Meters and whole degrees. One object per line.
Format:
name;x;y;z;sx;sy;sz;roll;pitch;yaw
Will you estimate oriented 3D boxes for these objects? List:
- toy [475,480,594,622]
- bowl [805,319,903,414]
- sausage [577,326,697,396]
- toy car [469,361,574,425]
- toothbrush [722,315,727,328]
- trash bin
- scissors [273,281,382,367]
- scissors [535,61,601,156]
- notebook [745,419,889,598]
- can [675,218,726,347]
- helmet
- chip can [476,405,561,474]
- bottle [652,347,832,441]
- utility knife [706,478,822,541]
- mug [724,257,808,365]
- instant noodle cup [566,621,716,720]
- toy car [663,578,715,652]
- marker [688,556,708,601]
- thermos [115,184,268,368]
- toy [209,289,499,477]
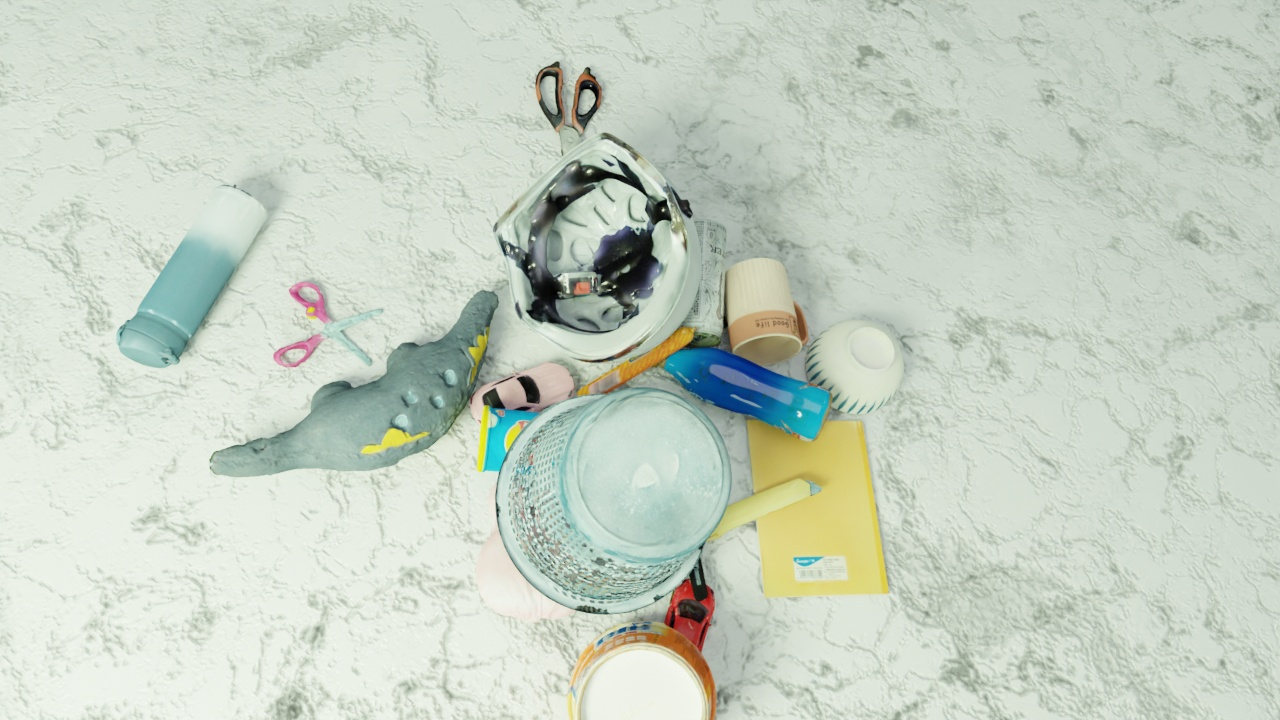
toy;-0.111;0.195;0.959;0.121;0.054;0.159;0;55;-10
bowl;0.263;0.000;1.099;0.116;0.066;0.116;4;66;-8
sausage;-0.006;0.006;1.046;0.165;0.021;0.021;-31;72;6
toy car;-0.132;0.038;1.036;0.122;0.037;0.056;-22;73;-19
toothbrush;0.052;-0.127;1.145;0.027;0.026;0.212;-25;72;-11
trash bin;-0.014;0.117;0.856;0.226;0.195;0.226;4;73;-13
scissors;-0.360;-0.033;1.044;0.133;0.017;0.135;41;64;6
scissors;-0.080;-0.303;1.209;0.206;0.015;0.193;43;66;10
notebook;0.199;0.165;1.046;0.146;0.010;0.206;0;66;-9
can;0.071;-0.092;1.091;0.058;0.058;0.146;5;75;-7
helmet;-0.028;-0.111;1.045;0.229;0.145;0.258;-41;67;16
chip can;-0.068;0.094;0.992;0.210;0.071;0.071;6;65;-11
bottle;0.110;0.027;1.059;0.219;0.065;0.065;22;64;7
utility knife;0.125;0.166;1.020;0.162;0.018;0.031;-22;68;-3
mug;0.156;-0.055;1.106;0.114;0.082;0.105;12;60;-34
instant noodle cup;0.001;0.326;0.868;0.151;0.111;0.151;0;77;0
toy car;0.047;0.280;0.959;0.049;0.031;0.106;21;62;-1
marker;0.054;0.200;0.992;0.018;0.015;0.124;-7;56;-7
thermos;-0.498;-0.094;1.021;0.070;0.070;0.220;21;64;1
toy;-0.274;0.047;0.981;0.355;0.092;0.138;-33;62;-23
